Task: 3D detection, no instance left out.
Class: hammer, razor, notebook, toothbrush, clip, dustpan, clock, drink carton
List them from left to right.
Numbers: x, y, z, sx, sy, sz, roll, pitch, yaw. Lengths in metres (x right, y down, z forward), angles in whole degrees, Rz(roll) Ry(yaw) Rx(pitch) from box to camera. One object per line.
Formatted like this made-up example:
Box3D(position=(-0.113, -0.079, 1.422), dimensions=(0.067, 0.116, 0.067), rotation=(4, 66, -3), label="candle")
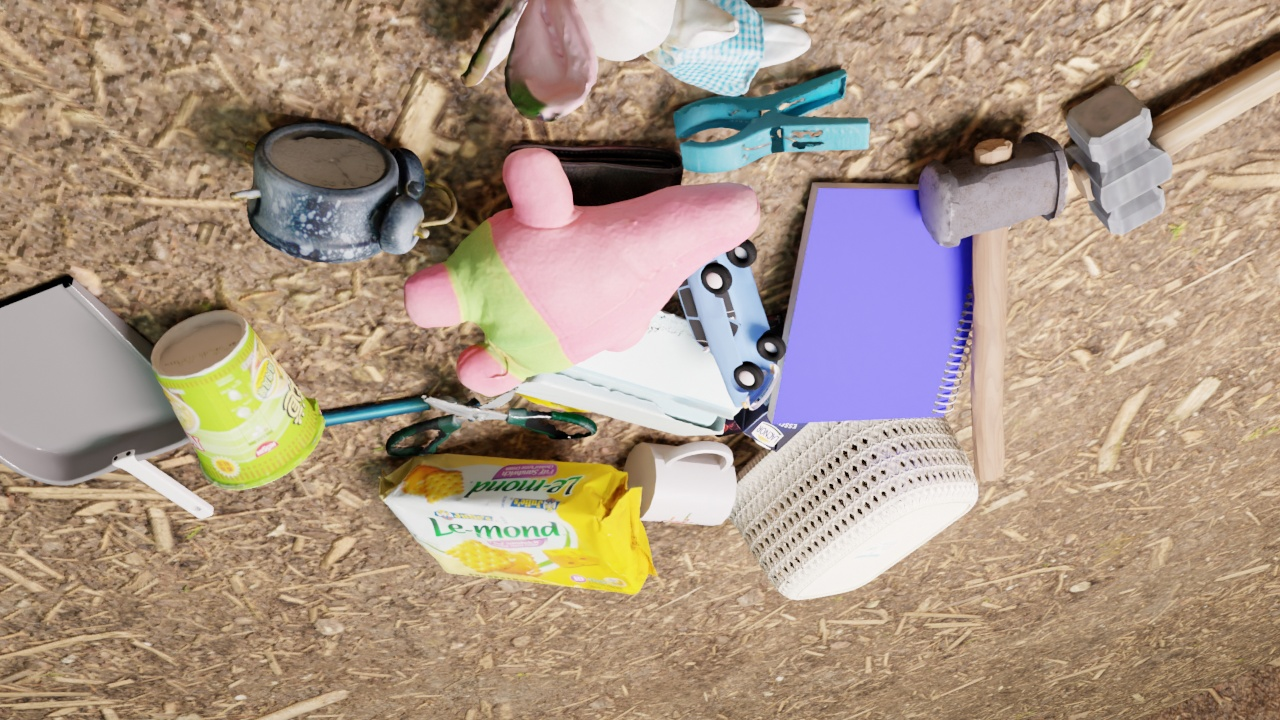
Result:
Box3D(position=(-0.423, 0.053, 0.721), dimensions=(0.163, 0.033, 0.258), rotation=(-19, 141, 7), label="dustpan")
Box3D(position=(-0.178, -0.101, 0.563), dimensions=(0.129, 0.090, 0.052), rotation=(7, 131, -19), label="clock")
Box3D(position=(-0.208, 0.043, 0.785), dimensions=(0.144, 0.022, 0.042), rotation=(-5, 160, -4), label="razor")
Box3D(position=(-0.081, 0.033, 0.811), dimensions=(0.135, 0.016, 0.021), rotation=(10, 131, -26), label="toothbrush")
Box3D(position=(0.085, -0.142, 0.590), dimensions=(0.127, 0.113, 0.028), rotation=(-3, 139, 7), label="clip")
Box3D(position=(0.141, 0.019, 0.814), dimensions=(0.130, 0.040, 0.064), rotation=(-45, 136, 13), label="drink carton")
Box3D(position=(0.203, -0.042, 0.749), dimensions=(0.171, 0.022, 0.209), rotation=(-1, 121, -13), label="notebook")
Box3D(position=(0.281, -0.024, 0.741), dimensions=(0.098, 0.052, 0.329), rotation=(-16, 126, -2), label="hammer")
Box3D(position=(0.468, -0.213, 0.654), dimensions=(0.323, 0.051, 0.117), rotation=(-31, 138, 16), label="hammer")

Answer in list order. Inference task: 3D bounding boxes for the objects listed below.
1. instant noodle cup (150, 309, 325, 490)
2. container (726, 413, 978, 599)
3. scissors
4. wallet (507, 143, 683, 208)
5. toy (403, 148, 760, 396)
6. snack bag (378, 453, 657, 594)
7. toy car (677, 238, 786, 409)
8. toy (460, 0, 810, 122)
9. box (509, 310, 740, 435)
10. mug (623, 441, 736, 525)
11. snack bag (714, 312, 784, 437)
Box3D(position=(-0.304, 0.025, 0.683), dimensions=(0.099, 0.098, 0.108), rotation=(-13, 134, -1), label="instant noodle cup")
Box3D(position=(0.206, 0.128, 0.910), dimensions=(0.184, 0.142, 0.247), rotation=(3, 140, -38), label="container")
Box3D(position=(-0.145, 0.059, 0.791), dimensions=(0.205, 0.015, 0.201), rotation=(-16, 158, 27), label="scissors")
Box3D(position=(-0.034, -0.107, 0.648), dimensions=(0.120, 0.031, 0.100), rotation=(0, 141, -8), label="wallet")
Box3D(position=(-0.032, -0.063, 0.614), dimensions=(0.237, 0.096, 0.192), rotation=(-24, 139, 5), label="toy")
Box3D(position=(-0.104, 0.150, 0.857), dimensions=(0.247, 0.068, 0.160), rotation=(2, 141, 16), label="snack bag")
Box3D(position=(0.067, -0.035, 0.704), dimensions=(0.055, 0.056, 0.153), rotation=(-1, 121, 37), label="toy car")
Box3D(position=(0.011, -0.196, 0.508), dimensions=(0.205, 0.131, 0.106), rotation=(-10, 122, -24), label="toy")
Box3D(position=(-0.004, 0.009, 0.763), dimensions=(0.197, 0.075, 0.126), rotation=(17, 113, -34), label="box")
Box3D(position=(0.044, 0.113, 0.899), dimensions=(0.089, 0.073, 0.105), rotation=(9, 136, -26), label="mug")
Box3D(position=(0.098, 0.018, 0.843), dimensions=(0.074, 0.018, 0.155), rotation=(-15, 140, -2), label="snack bag")
